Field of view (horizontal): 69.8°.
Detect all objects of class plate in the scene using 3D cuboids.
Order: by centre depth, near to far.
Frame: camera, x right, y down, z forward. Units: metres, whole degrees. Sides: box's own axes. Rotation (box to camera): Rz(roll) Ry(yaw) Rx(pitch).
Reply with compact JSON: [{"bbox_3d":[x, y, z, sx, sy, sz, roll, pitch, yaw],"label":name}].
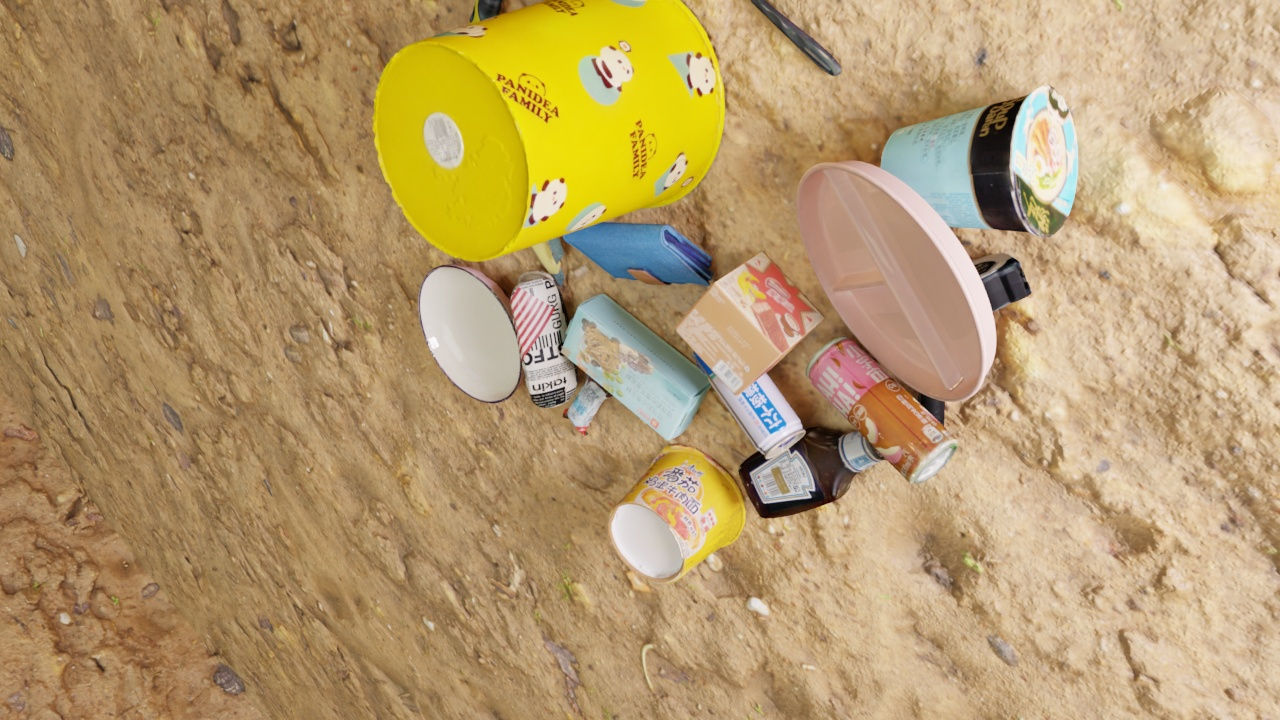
[{"bbox_3d":[0.210,-0.068,0.764,0.229,0.028,0.230,55,170,14],"label":"plate"},{"bbox_3d":[-0.211,-0.038,1.189,0.193,0.038,0.193,22,126,32],"label":"plate"}]

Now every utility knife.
[{"bbox_3d":[-0.128,-0.209,1.044,0.033,0.015,0.209,-12,103,42],"label":"utility knife"},{"bbox_3d":[-0.135,-0.159,1.079,0.031,0.018,0.167,-24,96,48],"label":"utility knife"}]

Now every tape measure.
[{"bbox_3d":[0.282,-0.061,0.759,0.066,0.065,0.033,-23,102,17],"label":"tape measure"}]

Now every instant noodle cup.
[{"bbox_3d":[0.257,-0.149,0.713,0.121,0.111,0.111,6,117,47],"label":"instant noodle cup"},{"bbox_3d":[0.035,0.185,1.068,0.138,0.109,0.138,20,125,31],"label":"instant noodle cup"}]

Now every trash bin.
[{"bbox_3d":[-0.086,-0.216,0.841,0.230,0.254,0.230,20,125,31],"label":"trash bin"}]

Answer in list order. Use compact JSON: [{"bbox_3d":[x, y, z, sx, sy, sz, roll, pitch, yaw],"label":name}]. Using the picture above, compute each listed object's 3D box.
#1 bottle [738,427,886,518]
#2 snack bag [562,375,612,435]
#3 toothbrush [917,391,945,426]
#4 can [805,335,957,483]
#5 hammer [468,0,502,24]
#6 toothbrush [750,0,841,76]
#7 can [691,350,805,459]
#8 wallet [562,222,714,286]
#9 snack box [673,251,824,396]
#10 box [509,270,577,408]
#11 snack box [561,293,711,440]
[{"bbox_3d":[0.189,0.106,0.944,0.195,0.043,0.080,-30,84,43],"label":"bottle"},{"bbox_3d":[-0.066,0.052,1.134,0.045,0.026,0.106,51,134,18],"label":"snack bag"},{"bbox_3d":[0.264,-0.013,0.830,0.026,0.027,0.213,-9,114,-5],"label":"toothbrush"},{"bbox_3d":[0.221,0.044,0.849,0.147,0.057,0.058,49,137,30],"label":"can"},{"bbox_3d":[-0.115,-0.445,0.865,0.324,0.032,0.126,123,145,-50],"label":"hammer"},{"bbox_3d":[0.107,-0.308,0.800,0.181,0.018,0.016,45,131,9],"label":"toothbrush"},{"bbox_3d":[0.111,0.033,0.940,0.134,0.053,0.053,56,136,19],"label":"can"},{"bbox_3d":[-0.002,-0.111,0.950,0.133,0.106,0.040,9,75,37],"label":"wallet"},{"bbox_3d":[0.106,-0.037,0.896,0.093,0.094,0.077,48,134,8],"label":"snack box"},{"bbox_3d":[-0.119,-0.028,1.113,0.088,0.076,0.163,-143,38,-63],"label":"box"},{"bbox_3d":[-0.006,0.006,1.042,0.175,0.051,0.074,39,132,16],"label":"snack box"}]
